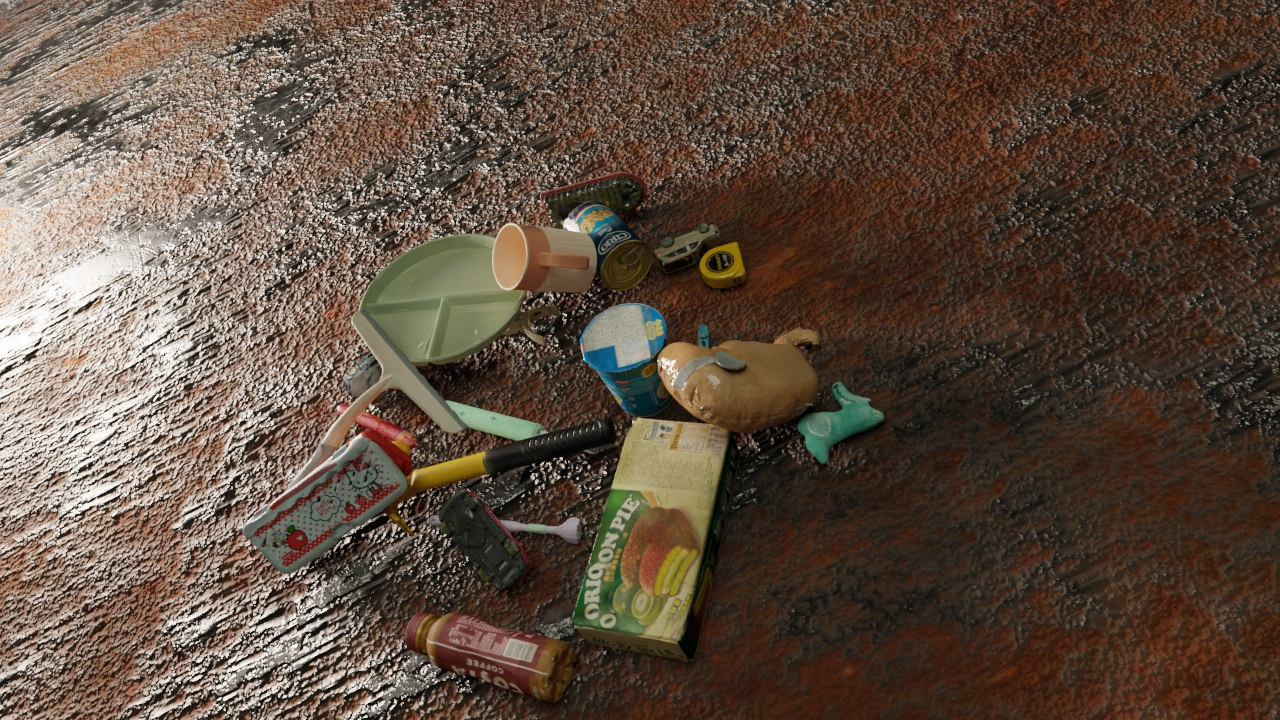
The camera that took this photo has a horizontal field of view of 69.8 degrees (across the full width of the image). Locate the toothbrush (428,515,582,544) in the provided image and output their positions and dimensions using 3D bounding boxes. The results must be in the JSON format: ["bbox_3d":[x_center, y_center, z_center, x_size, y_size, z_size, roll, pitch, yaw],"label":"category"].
[{"bbox_3d":[-0.154,0.183,1.021,0.189,0.021,0.029,0,86,21],"label":"toothbrush"}]

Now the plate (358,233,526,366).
[{"bbox_3d":[-0.255,-0.079,1.198,0.230,0.027,0.229,-7,49,8],"label":"plate"}]

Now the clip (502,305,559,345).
[{"bbox_3d":[-0.158,-0.055,1.196,0.098,0.034,0.063,6,56,20],"label":"clip"}]

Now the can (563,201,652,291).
[{"bbox_3d":[-0.045,-0.152,1.202,0.075,0.075,0.111,-34,50,-8],"label":"can"}]

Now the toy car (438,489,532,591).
[{"bbox_3d":[-0.166,0.192,0.984,0.053,0.045,0.120,-46,72,4],"label":"toy car"}]

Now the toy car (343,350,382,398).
[{"bbox_3d":[-0.341,0.009,1.200,0.031,0.049,0.105,24,65,38],"label":"toy car"}]

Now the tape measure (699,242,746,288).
[{"bbox_3d":[0.104,-0.116,1.152,0.057,0.029,0.060,-14,51,7],"label":"tape measure"}]

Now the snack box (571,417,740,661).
[{"bbox_3d":[0.022,0.175,0.937,0.115,0.063,0.239,2,55,21],"label":"snack box"}]

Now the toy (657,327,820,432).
[{"bbox_3d":[0.128,0.015,0.986,0.225,0.083,0.143,-10,43,-38],"label":"toy"}]

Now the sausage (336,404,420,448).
[{"bbox_3d":[-0.333,0.082,1.161,0.156,0.020,0.020,19,62,30],"label":"sausage"}]

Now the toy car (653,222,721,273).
[{"bbox_3d":[0.063,-0.144,1.181,0.090,0.042,0.035,-23,60,2],"label":"toy car"}]

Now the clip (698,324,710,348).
[{"bbox_3d":[0.077,-0.019,1.093,0.014,0.041,0.056,-9,48,9],"label":"clip"}]

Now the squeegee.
[{"bbox_3d":[-0.361,0.092,1.102,0.246,0.039,0.246,-50,59,4],"label":"squeegee"}]

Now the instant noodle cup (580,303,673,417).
[{"bbox_3d":[-0.006,0.006,1.045,0.099,0.110,0.099,-9,51,11],"label":"instant noodle cup"}]

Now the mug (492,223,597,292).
[{"bbox_3d":[-0.110,-0.125,1.137,0.115,0.105,0.081,9,97,52],"label":"mug"}]

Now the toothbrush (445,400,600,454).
[{"bbox_3d":[-0.146,0.082,1.090,0.225,0.026,0.027,12,56,26],"label":"toothbrush"}]

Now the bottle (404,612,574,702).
[{"bbox_3d":[-0.153,0.289,0.914,0.175,0.057,0.057,8,57,24],"label":"bottle"}]

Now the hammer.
[{"bbox_3d":[-0.171,0.116,1.046,0.301,0.033,0.128,-16,45,14],"label":"hammer"}]

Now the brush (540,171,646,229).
[{"bbox_3d":[-0.062,-0.224,1.277,0.146,0.063,0.069,-15,21,7],"label":"brush"}]

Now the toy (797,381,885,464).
[{"bbox_3d":[0.212,0.063,0.980,0.092,0.030,0.096,-20,43,-3],"label":"toy"}]

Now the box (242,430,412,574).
[{"bbox_3d":[-0.352,0.162,1.025,0.201,0.090,0.068,-36,35,15],"label":"box"}]
